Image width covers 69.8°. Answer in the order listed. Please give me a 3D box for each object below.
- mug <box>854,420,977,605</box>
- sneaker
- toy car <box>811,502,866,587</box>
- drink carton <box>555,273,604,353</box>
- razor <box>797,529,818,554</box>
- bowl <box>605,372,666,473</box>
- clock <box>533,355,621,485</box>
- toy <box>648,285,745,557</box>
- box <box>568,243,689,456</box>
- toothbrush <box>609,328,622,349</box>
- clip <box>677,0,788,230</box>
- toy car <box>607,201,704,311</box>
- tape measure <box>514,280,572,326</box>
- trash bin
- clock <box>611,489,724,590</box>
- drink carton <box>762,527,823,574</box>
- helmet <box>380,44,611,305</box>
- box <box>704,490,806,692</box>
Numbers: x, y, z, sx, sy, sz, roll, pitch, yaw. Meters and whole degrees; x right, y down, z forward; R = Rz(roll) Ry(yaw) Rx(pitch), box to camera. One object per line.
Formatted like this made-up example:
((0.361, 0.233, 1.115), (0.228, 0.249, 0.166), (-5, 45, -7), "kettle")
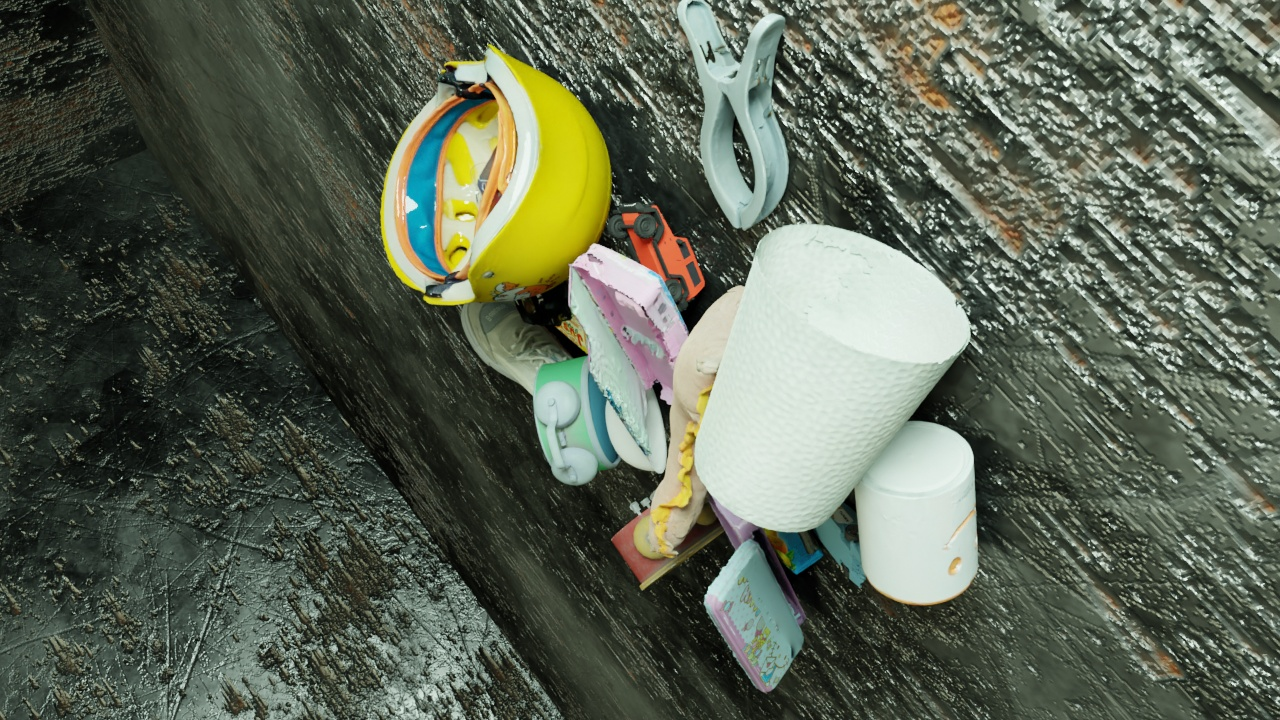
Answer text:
((0.195, 0.108, 0.651), (0.082, 0.082, 0.105), (27, 142, 46), "mug")
((-0.110, 0.001, 1.073), (0.242, 0.089, 0.091), (47, 150, 4), "sneaker")
((0.172, 0.142, 0.798), (0.107, 0.027, 0.060), (-125, 19, -47), "toy car")
((-0.061, -0.068, 0.944), (0.058, 0.041, 0.123), (40, 151, 31), "drink carton")
((0.132, 0.123, 0.819), (0.106, 0.026, 0.042), (66, 166, 4), "razor")
((-0.010, 0.065, 0.935), (0.109, 0.041, 0.110), (-13, -90, -76), "bowl")
((-0.071, 0.064, 0.945), (0.161, 0.075, 0.122), (-57, -46, -71), "clock")
((0.040, 0.070, 0.751), (0.065, 0.195, 0.265), (21, 116, 9), "toy")
((-0.006, 0.006, 0.796), (0.085, 0.090, 0.230), (30, 164, 30), "box")
((-0.026, -0.018, 0.882), (0.016, 0.021, 0.135), (68, -163, -48), "toothbrush")
((0.073, -0.159, 0.612), (0.090, 0.027, 0.162), (23, 141, 47), "clip")
((0.016, -0.089, 0.771), (0.051, 0.048, 0.100), (12, 131, 57), "toy car")
((-0.101, -0.068, 0.916), (0.071, 0.042, 0.072), (17, 132, 58), "tape measure")
((0.108, 0.017, 0.582), (0.133, 0.133, 0.162), (42, 132, 27), "trash bin")
((0.029, 0.177, 0.991), (0.081, 0.117, 0.159), (54, 159, 12), "clock")
((0.121, 0.137, 0.862), (0.129, 0.038, 0.044), (57, 175, -2), "drink carton")
((-0.116, -0.144, 0.800), (0.241, 0.139, 0.209), (-5, 80, 52), "helmet")
((0.111, 0.218, 0.875), (0.062, 0.139, 0.214), (-8, 138, 19), "box")
